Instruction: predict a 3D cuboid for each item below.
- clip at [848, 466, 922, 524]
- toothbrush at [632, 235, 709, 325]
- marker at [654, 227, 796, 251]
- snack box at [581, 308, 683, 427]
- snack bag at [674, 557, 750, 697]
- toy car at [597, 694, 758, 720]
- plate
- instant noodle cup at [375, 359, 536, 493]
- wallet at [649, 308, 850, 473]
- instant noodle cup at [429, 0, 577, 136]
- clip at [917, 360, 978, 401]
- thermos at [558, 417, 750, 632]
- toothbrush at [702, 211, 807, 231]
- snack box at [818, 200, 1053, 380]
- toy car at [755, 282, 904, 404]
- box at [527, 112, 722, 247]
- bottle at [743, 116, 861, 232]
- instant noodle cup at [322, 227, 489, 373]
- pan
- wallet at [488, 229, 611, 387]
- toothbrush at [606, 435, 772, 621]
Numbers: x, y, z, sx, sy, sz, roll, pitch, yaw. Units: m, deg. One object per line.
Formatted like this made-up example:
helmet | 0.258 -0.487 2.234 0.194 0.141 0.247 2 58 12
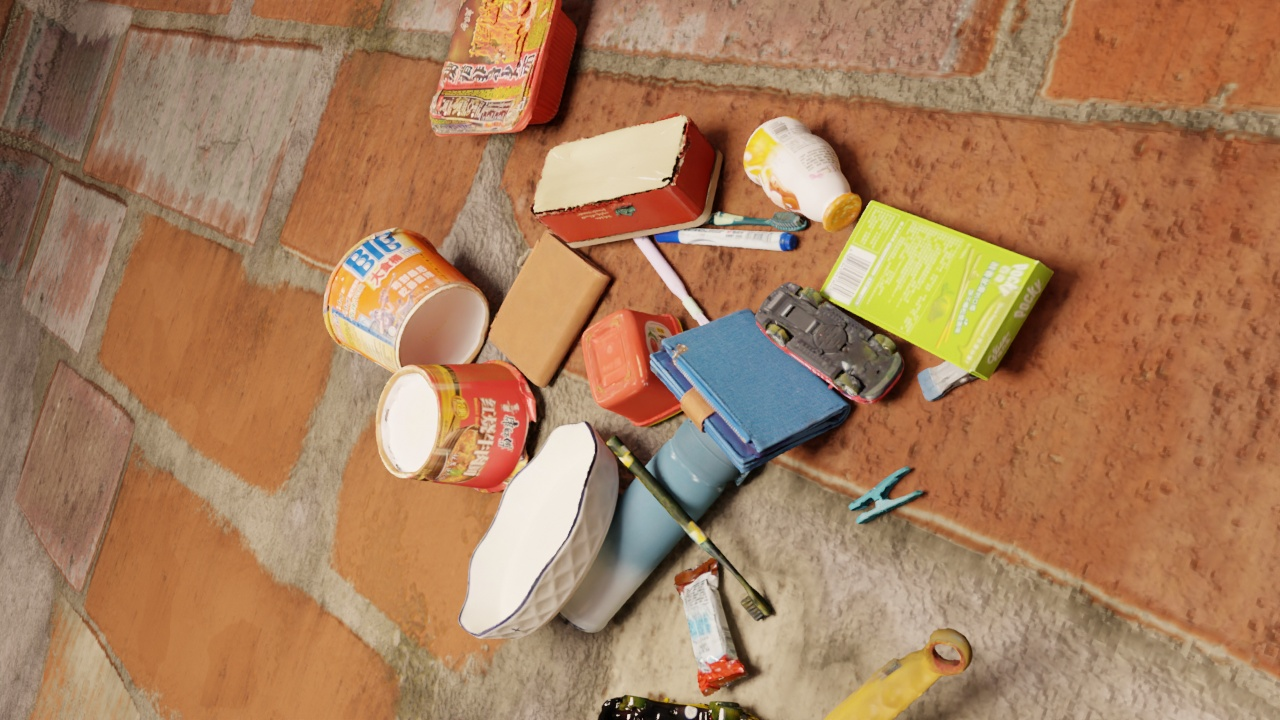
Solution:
clip | 0.178 0.100 0.672 0.056 0.014 0.041 -36 58 25
toothbrush | 0.024 -0.080 0.839 0.029 0.021 0.189 -31 54 -5
marker | 0.073 -0.108 0.810 0.146 0.017 0.017 10 85 40
snack box | -0.005 0.005 0.803 0.082 0.080 0.091 -29 62 31
snack bag | 0.054 0.211 0.733 0.045 0.026 0.105 -35 49 26
toy car | 0.029 0.302 0.722 0.156 0.041 0.071 -7 64 33
plate | -0.085 0.150 0.801 0.205 0.045 0.204 -48 22 25
instant noodle cup | -0.190 0.063 0.912 0.138 0.108 0.138 -6 81 42
wallet | 0.084 0.020 0.724 0.133 0.106 0.040 49 152 37
instant noodle cup | -0.142 -0.327 1.001 0.165 0.079 0.188 12 87 40
clip | 0.223 0.008 0.654 0.057 0.028 0.024 -33 54 39
thermos | 0.009 0.134 0.770 0.221 0.070 0.070 -51 53 18
toothbrush | 0.064 -0.129 0.820 0.192 0.018 0.016 12 76 40
snack box | 0.206 -0.055 0.662 0.156 0.026 0.086 37 102 50
toy car | 0.145 -0.012 0.703 0.120 0.045 0.053 39 83 30
box | -0.019 -0.169 0.846 0.169 0.078 0.091 -4 62 36
bottle | 0.132 -0.148 0.740 0.063 0.063 0.108 -49 53 19
instant noodle cup | -0.240 -0.050 0.974 0.111 0.151 0.151 33 100 32
pan | 0.087 0.294 0.618 0.197 0.078 0.358 44 124 10
wallet | -0.097 -0.054 0.926 0.108 0.031 0.132 39 104 35
toothbrush | 0.036 0.132 0.722 0.186 0.012 0.017 48 118 4
